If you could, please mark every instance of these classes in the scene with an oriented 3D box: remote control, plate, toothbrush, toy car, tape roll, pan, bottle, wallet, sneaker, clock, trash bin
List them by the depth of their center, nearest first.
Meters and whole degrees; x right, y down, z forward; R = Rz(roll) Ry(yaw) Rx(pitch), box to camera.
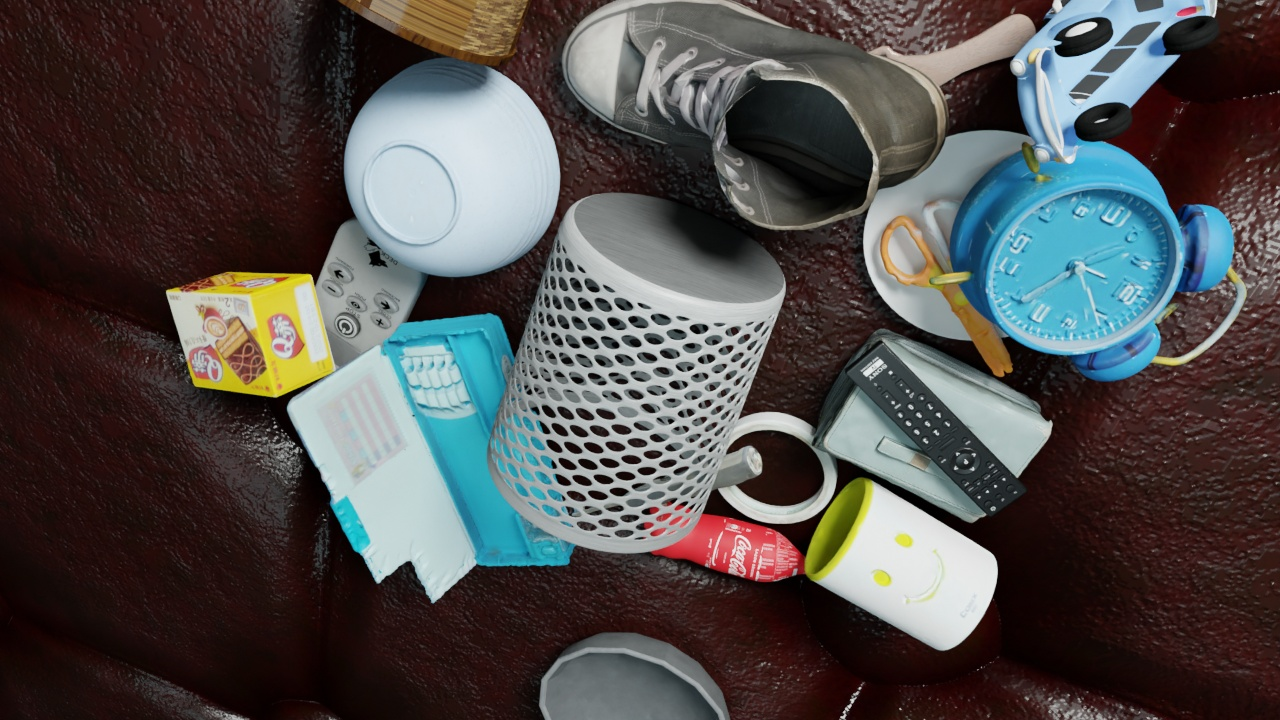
[{"bbox_3d":[0.226,-0.155,0.443,0.055,0.153,0.056,16,142,54],"label":"toy car"},{"bbox_3d":[0.041,-0.142,0.511,0.235,0.119,0.095,27,124,18],"label":"sneaker"},{"bbox_3d":[0.254,-0.053,0.512,0.161,0.060,0.117,23,118,-4],"label":"clock"},{"bbox_3d":[0.206,-0.075,0.562,0.135,0.011,0.135,8,120,14],"label":"plate"},{"bbox_3d":[0.188,0.045,0.581,0.140,0.009,0.030,44,111,-9],"label":"remote control"},{"bbox_3d":[-0.003,0.004,0.595,0.156,0.156,0.184,23,120,5],"label":"trash bin"},{"bbox_3d":[0.192,0.047,0.615,0.131,0.054,0.101,23,124,-1],"label":"wallet"},{"bbox_3d":[0.099,0.081,0.685,0.093,0.013,0.093,8,120,14],"label":"tape roll"},{"bbox_3d":[0.013,0.101,0.712,0.186,0.022,0.024,-23,77,37],"label":"toothbrush"},{"bbox_3d":[0.072,0.145,0.712,0.141,0.041,0.042,13,121,12],"label":"bottle"},{"bbox_3d":[-0.221,-0.042,0.722,0.074,0.019,0.151,34,123,-2],"label":"remote control"},{"bbox_3d":[0.036,0.389,0.862,0.179,0.041,0.357,-17,111,26],"label":"pan"}]

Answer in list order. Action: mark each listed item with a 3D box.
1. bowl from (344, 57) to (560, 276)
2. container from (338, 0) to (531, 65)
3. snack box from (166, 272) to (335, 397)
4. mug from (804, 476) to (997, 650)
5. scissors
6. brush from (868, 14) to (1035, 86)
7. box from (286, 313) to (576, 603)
[{"bbox_3d":[-0.136,-0.119,0.610,0.151,0.074,0.151,7,116,14],"label":"bowl"},{"bbox_3d":[-0.094,-0.269,0.493,0.132,0.132,0.168,33,117,-1],"label":"container"},{"bbox_3d":[-0.306,-0.023,0.722,0.106,0.061,0.084,5,112,31],"label":"snack box"},{"bbox_3d":[0.183,0.144,0.650,0.106,0.082,0.083,30,123,0],"label":"mug"},{"bbox_3d":[0.201,-0.042,0.567,0.065,0.013,0.128,-30,104,30],"label":"scissors"},{"bbox_3d":[0.157,-0.161,0.528,0.136,0.015,0.050,-19,110,27],"label":"brush"},{"bbox_3d":[-0.157,0.084,0.730,0.171,0.084,0.227,-21,118,-9],"label":"box"}]
